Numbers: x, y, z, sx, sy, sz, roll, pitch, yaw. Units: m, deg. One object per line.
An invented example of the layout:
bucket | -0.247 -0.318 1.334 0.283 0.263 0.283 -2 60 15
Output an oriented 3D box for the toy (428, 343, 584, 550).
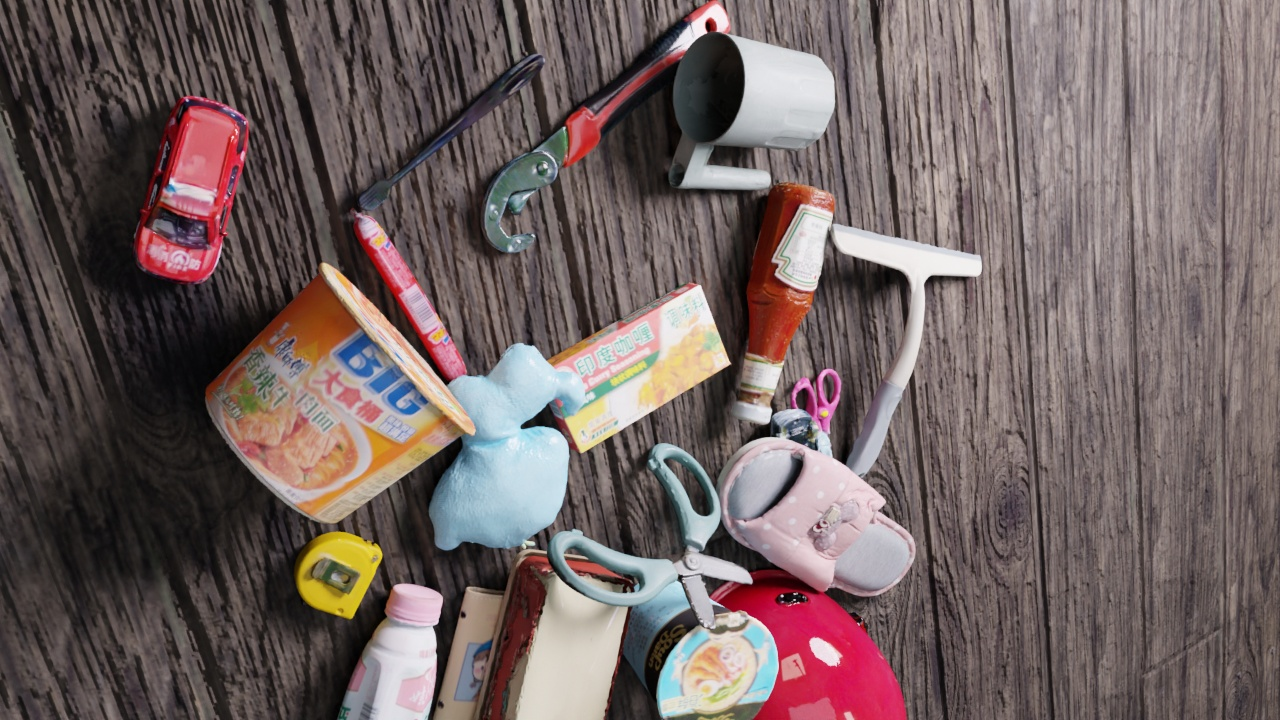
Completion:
toy | -0.102 0.077 0.707 0.161 0.050 0.156 -31 110 -6

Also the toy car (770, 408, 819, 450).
toy car | 0.138 0.086 0.843 0.042 0.034 0.091 -20 122 -21

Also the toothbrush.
toothbrush | -0.136 -0.168 0.668 0.180 0.018 0.015 -45 108 -15

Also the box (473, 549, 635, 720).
box | -0.067 0.243 0.718 0.091 0.080 0.168 14 88 -30

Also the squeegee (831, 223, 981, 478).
squeegee | 0.235 0.011 0.860 0.246 0.039 0.247 3 106 -42

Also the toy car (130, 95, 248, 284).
toy car | -0.287 -0.108 0.586 0.053 0.045 0.120 14 95 -27

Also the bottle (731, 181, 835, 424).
bottle | 0.118 -0.047 0.794 0.059 0.060 0.206 10 95 -28

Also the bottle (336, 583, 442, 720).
bottle | -0.195 0.270 0.695 0.068 0.068 0.197 16 88 -28

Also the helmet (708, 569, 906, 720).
helmet | 0.150 0.321 0.836 0.206 0.144 0.240 -30 110 -17

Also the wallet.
wallet | -0.115 0.246 0.753 0.087 0.024 0.115 14 91 -23

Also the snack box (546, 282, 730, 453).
snack box | -0.005 0.004 0.759 0.155 0.027 0.077 -30 110 -19

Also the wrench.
wrench | -0.026 -0.190 0.718 0.273 0.016 0.056 -47 120 -11

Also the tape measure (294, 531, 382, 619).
tape measure | -0.224 0.157 0.676 0.057 0.029 0.060 29 86 -28

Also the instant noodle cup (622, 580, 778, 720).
instant noodle cup | 0.037 0.239 0.772 0.111 0.120 0.111 -6 103 -25

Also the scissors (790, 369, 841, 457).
scissors | 0.169 0.075 0.869 0.063 0.017 0.135 -18 111 -26

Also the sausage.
sausage | -0.167 -0.044 0.672 0.020 0.020 0.156 -35 113 -17

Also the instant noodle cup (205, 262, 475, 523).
instant noodle cup | -0.199 0.027 0.605 0.111 0.151 0.151 -41 115 -6

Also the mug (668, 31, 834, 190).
mug | 0.084 -0.194 0.738 0.103 0.083 0.124 -5 129 -37

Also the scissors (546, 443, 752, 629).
scissors | 0.004 0.134 0.732 0.169 0.173 0.019 7 138 -23

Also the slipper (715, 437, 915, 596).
slipper | 0.173 0.157 0.843 0.274 0.054 0.114 36 96 -35
